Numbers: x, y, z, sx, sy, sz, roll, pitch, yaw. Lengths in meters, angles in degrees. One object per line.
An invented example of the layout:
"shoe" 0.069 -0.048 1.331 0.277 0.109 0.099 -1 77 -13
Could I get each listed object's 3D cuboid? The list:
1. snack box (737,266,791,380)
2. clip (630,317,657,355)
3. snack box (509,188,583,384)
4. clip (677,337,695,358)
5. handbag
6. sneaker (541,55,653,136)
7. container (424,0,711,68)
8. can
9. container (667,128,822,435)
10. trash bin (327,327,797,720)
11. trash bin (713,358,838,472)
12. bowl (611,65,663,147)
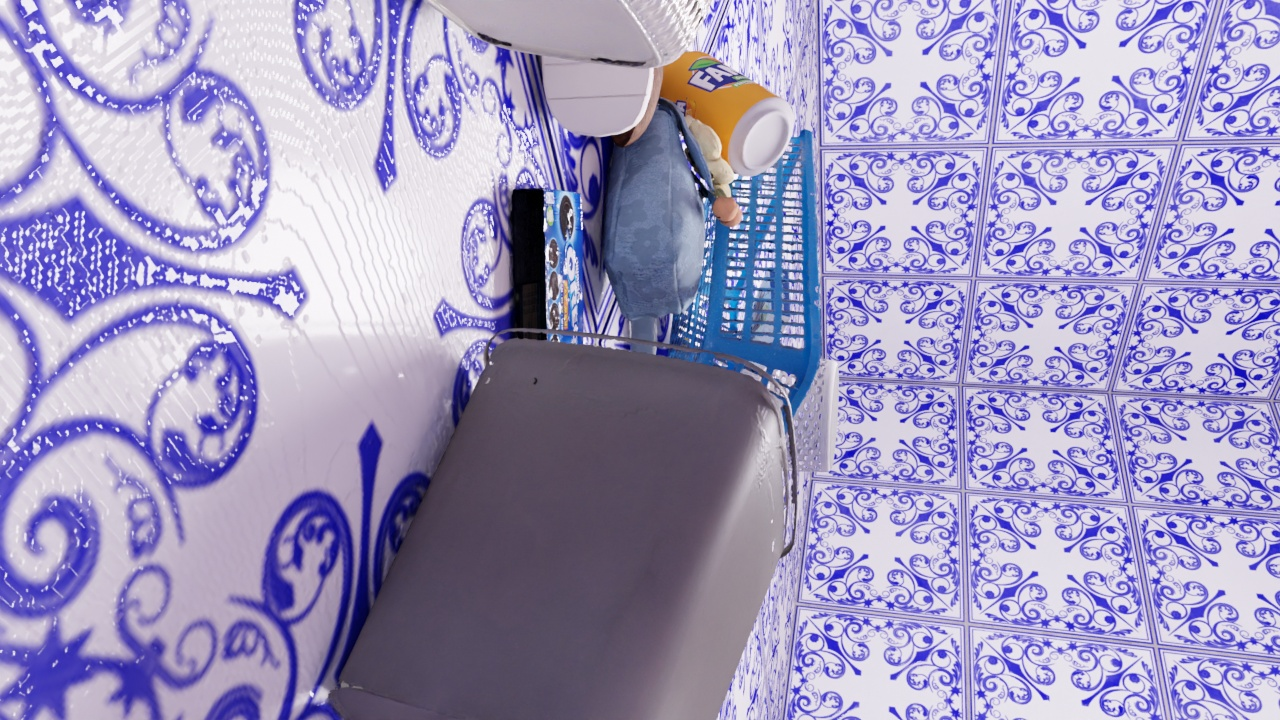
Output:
"snack box" 0.133 -0.025 1.043 0.150 0.026 0.081 110 -8 -45
"clip" -0.002 -0.005 0.875 0.173 0.031 0.164 73 27 -55
"snack box" -0.063 -0.044 0.646 0.082 0.027 0.150 -30 122 -72
"clip" 0.059 -0.003 1.086 0.046 0.048 0.054 -40 -160 41
"handbag" 0.029 -0.133 0.800 0.122 0.119 0.191 73 17 -54
"sneaker" -0.024 -0.281 0.650 0.104 0.090 0.237 -65 153 -74
"container" -0.046 -0.234 0.412 0.251 0.185 0.143 7 98 -73
"can" 0.075 -0.241 0.884 0.079 0.142 0.079 -26 139 -25
"container" 0.089 -0.045 0.912 0.361 0.089 0.258 -81 -173 -45
"trash bin" -0.032 0.131 0.510 0.198 0.197 0.219 79 26 -43
"trash bin" 0.157 0.066 1.177 0.156 0.183 0.156 3 89 -75
"bowl" 0.001 -0.231 0.747 0.102 0.026 0.114 -123 -142 -59
